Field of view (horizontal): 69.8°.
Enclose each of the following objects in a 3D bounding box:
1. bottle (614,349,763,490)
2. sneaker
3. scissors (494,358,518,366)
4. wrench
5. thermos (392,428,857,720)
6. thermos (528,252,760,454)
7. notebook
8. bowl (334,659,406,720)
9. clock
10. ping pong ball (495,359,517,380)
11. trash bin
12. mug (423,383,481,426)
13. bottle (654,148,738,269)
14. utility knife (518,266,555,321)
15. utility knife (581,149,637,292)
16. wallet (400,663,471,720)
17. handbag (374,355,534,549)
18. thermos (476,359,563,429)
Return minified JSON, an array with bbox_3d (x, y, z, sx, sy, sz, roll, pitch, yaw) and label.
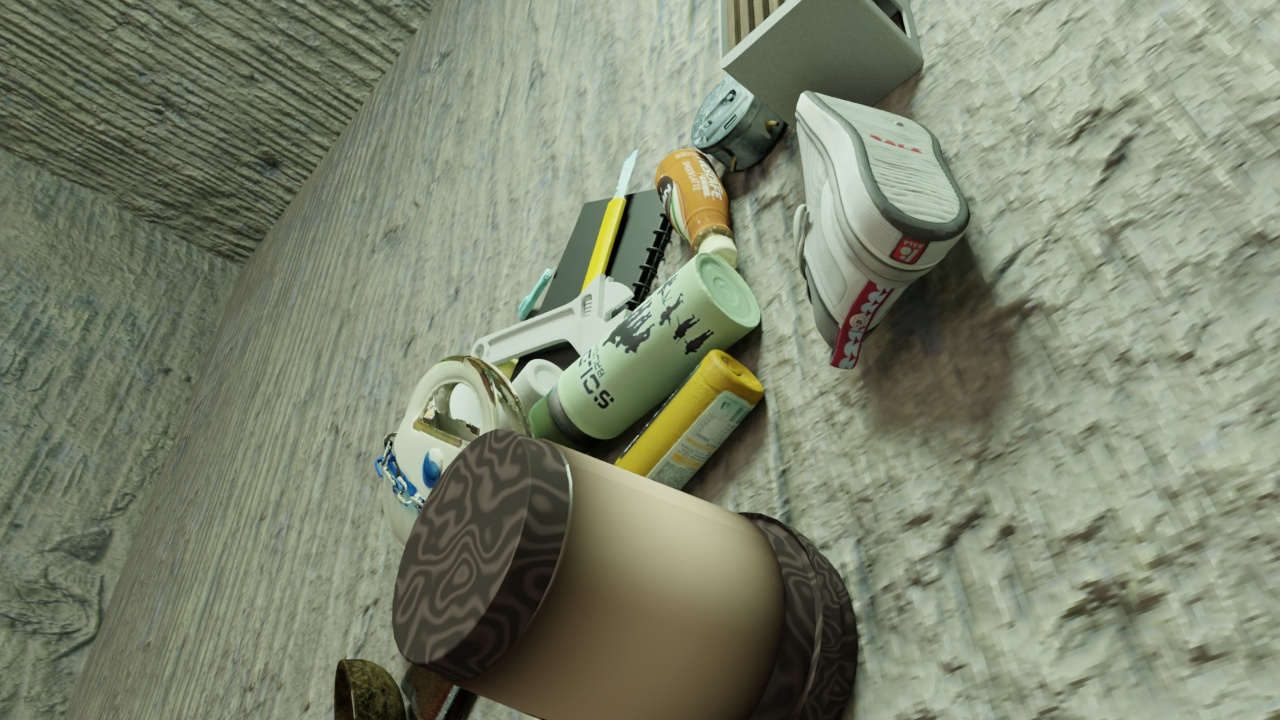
[{"bbox_3d":[0.018,0.076,0.719,0.186,0.053,0.053,-51,31,17],"label":"bottle"},{"bbox_3d":[0.150,-0.107,0.657,0.262,0.096,0.129,-89,17,-54],"label":"sneaker"},{"bbox_3d":[-0.194,0.026,1.115,0.148,0.019,0.132,-56,33,5],"label":"scissors"},{"bbox_3d":[-0.099,-0.020,0.944,0.274,0.018,0.086,-18,62,45],"label":"wrench"},{"bbox_3d":[-0.010,0.142,0.531,0.173,0.226,0.172,-37,37,34],"label":"thermos"},{"bbox_3d":[-0.005,0.005,0.794,0.232,0.082,0.082,-40,35,31],"label":"thermos"},{"bbox_3d":[-0.047,-0.073,0.963,0.169,0.019,0.231,2,66,51],"label":"notebook"},{"bbox_3d":[-0.256,0.346,0.881,0.121,0.056,0.121,1,91,63],"label":"bowl"},{"bbox_3d":[0.091,-0.236,0.878,0.090,0.052,0.129,-44,34,26],"label":"clock"},{"bbox_3d":[-0.144,0.018,1.024,0.040,0.040,0.040,-37,37,34],"label":"ping pong ball"},{"bbox_3d":[0.149,-0.322,0.802,0.115,0.114,0.228,-34,39,37],"label":"trash bin"},{"bbox_3d":[-0.197,0.076,1.033,0.105,0.073,0.089,-11,51,21],"label":"mug"},{"bbox_3d":[0.055,-0.133,0.837,0.059,0.059,0.167,-46,33,23],"label":"bottle"},{"bbox_3d":[-0.121,-0.081,1.071,0.120,0.015,0.022,-46,24,56],"label":"utility knife"},{"bbox_3d":[-0.033,-0.133,0.958,0.031,0.018,0.206,-3,67,44],"label":"utility knife"},{"bbox_3d":[-0.185,0.287,0.867,0.120,0.031,0.099,12,73,61],"label":"wallet"},{"bbox_3d":[-0.173,0.095,0.856,0.201,0.092,0.199,10,101,46],"label":"handbag"},{"bbox_3d":[-0.151,0.088,0.943,0.225,0.052,0.052,-48,32,32],"label":"thermos"}]
